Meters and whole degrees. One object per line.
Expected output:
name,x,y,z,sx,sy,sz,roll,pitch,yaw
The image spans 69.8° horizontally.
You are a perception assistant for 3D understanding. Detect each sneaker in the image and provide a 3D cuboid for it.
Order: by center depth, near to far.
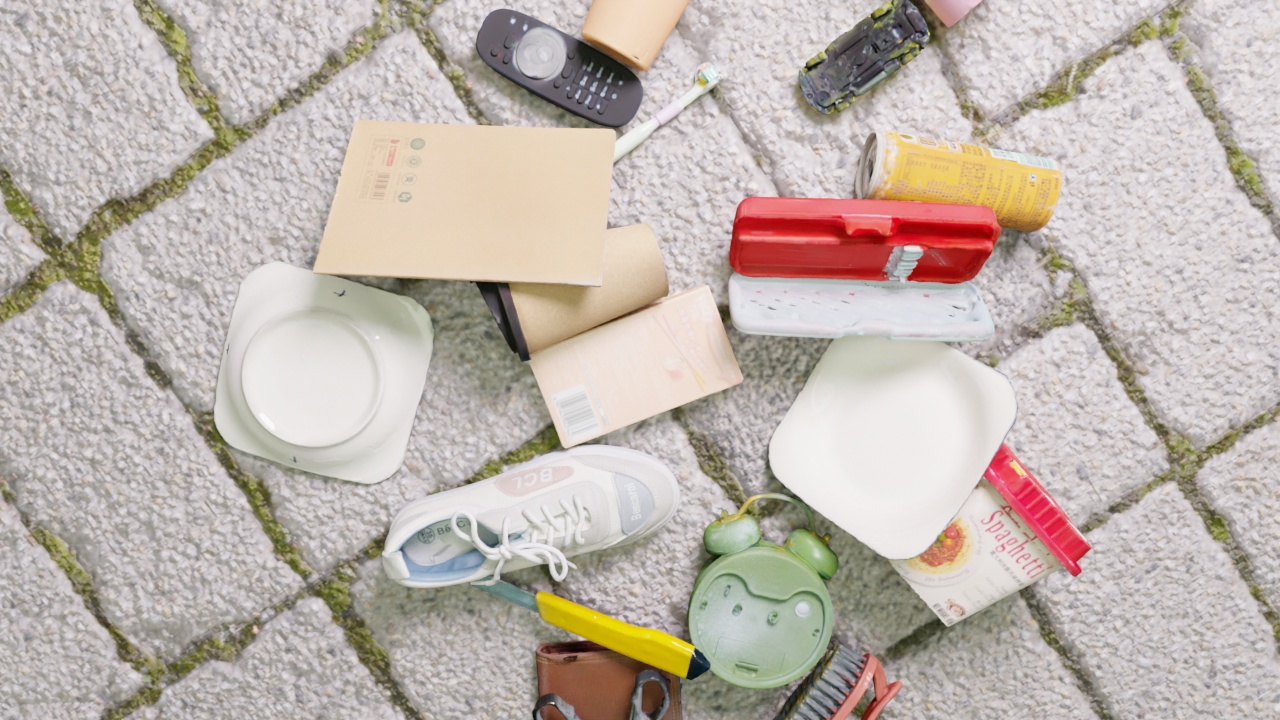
sneaker,-0.087,0.127,0.726,0.242,0.090,0.089,-13,98,0

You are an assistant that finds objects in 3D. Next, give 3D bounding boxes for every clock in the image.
clock,0.099,0.188,0.755,0.116,0.056,0.161,14,97,-3

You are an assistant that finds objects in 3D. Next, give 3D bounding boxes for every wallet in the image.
wallet,-0.026,0.288,0.778,0.124,0.032,0.101,-5,100,0

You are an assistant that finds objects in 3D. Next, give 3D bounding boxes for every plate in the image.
plate,0.195,0.058,0.718,0.164,0.034,0.164,36,97,39
plate,-0.259,0.014,0.737,0.164,0.034,0.163,15,96,-4

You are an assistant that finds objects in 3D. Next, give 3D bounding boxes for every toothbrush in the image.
toothbrush,-0.016,-0.172,0.728,0.189,0.029,0.020,-36,137,5

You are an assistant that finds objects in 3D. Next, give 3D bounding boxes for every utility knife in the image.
utility knife,-0.048,0.210,0.750,0.223,0.015,0.033,18,116,13

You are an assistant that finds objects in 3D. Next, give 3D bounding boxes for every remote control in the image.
remote control,-0.062,-0.227,0.716,0.136,0.024,0.053,27,97,-3

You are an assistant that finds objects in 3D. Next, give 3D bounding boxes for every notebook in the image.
notebook,-0.127,-0.121,0.687,0.208,0.008,0.147,3,61,2

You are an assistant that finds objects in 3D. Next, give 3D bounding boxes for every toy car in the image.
toy car,0.173,-0.236,0.717,0.105,0.032,0.048,-35,97,14

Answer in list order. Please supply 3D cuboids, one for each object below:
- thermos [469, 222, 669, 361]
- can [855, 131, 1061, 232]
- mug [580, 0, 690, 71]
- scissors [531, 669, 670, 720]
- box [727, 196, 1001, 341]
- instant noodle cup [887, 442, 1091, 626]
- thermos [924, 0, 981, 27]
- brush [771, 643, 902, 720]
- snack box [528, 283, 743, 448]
thermos,-0.055,-0.059,0.709,0.143,0.093,0.093,-18,97,-7
can,0.247,-0.140,0.717,0.146,0.058,0.058,9,96,-2
mug,0.008,-0.287,0.689,0.078,0.078,0.123,28,101,-4
scissors,-0.015,0.323,0.766,0.181,0.014,0.160,36,108,-19
box,0.169,-0.059,0.702,0.201,0.095,0.100,2,60,0
instant noodle cup,0.265,0.136,0.730,0.124,0.116,0.116,-42,96,15
thermos,0.189,-0.342,0.679,0.198,0.087,0.067,46,131,-8
brush,0.155,0.307,0.767,0.069,0.063,0.146,36,93,7
snack box,-0.004,0.004,0.744,0.157,0.026,0.084,-21,97,1
